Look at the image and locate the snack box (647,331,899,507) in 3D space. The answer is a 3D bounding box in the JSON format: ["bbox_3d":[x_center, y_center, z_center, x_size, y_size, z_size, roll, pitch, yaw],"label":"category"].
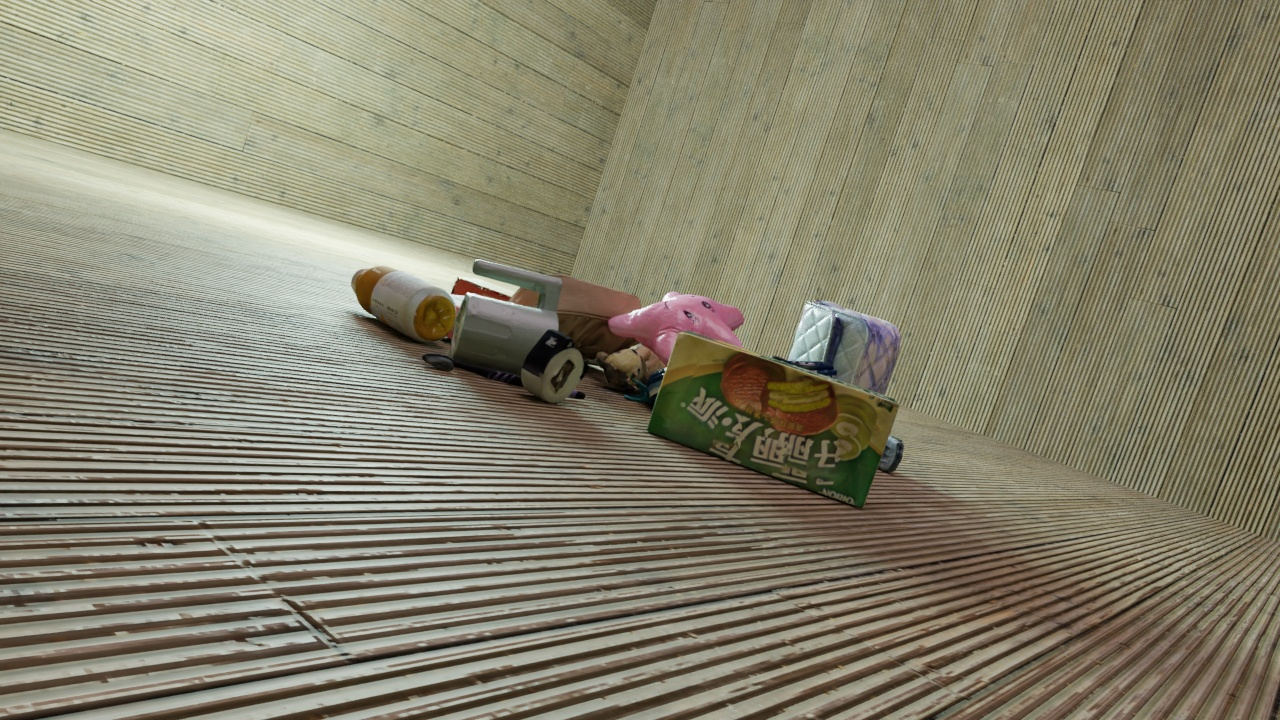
[{"bbox_3d":[0.137,0.057,0.961,0.240,0.114,0.063,19,7,11],"label":"snack box"}]

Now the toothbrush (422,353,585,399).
[{"bbox_3d":[-0.140,0.019,0.972,0.188,0.014,0.017,15,14,-28],"label":"toothbrush"}]

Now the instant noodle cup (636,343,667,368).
[{"bbox_3d":[0.062,0.000,1.373,0.124,0.116,0.116,7,-2,36],"label":"instant noodle cup"}]

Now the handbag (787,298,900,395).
[{"bbox_3d":[0.224,0.030,1.100,0.075,0.194,0.134,12,8,-29],"label":"handbag"}]

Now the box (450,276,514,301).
[{"bbox_3d":[-0.207,-0.083,1.433,0.168,0.079,0.091,20,7,13],"label":"box"}]

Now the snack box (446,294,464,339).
[{"bbox_3d":[-0.203,-0.045,1.181,0.113,0.044,0.127,25,9,17],"label":"snack box"}]

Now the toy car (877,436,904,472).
[{"bbox_3d":[0.326,0.121,1.288,0.031,0.049,0.106,17,4,-29],"label":"toy car"}]

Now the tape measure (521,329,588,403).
[{"bbox_3d":[-0.090,0.010,0.950,0.033,0.066,0.066,26,-18,33],"label":"tape measure"}]

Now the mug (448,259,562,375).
[{"bbox_3d":[-0.149,-0.044,1.022,0.103,0.123,0.084,13,-11,-18],"label":"mug"}]

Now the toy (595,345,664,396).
[{"bbox_3d":[-0.007,0.007,1.246,0.105,0.066,0.157,36,17,10],"label":"toy"}]

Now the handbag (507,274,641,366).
[{"bbox_3d":[-0.094,-0.048,1.294,0.204,0.099,0.148,11,-28,-41],"label":"handbag"}]

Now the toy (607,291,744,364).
[{"bbox_3d":[0.073,-0.043,1.243,0.179,0.075,0.194,28,34,32],"label":"toy"}]

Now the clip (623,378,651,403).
[{"bbox_3d":[0.004,0.044,1.165,0.055,0.038,0.013,26,1,-38],"label":"clip"}]

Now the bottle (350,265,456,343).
[{"bbox_3d":[-0.295,-0.074,1.114,0.068,0.068,0.190,12,8,-45],"label":"bottle"}]

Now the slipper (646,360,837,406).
[{"bbox_3d":[0.121,0.045,1.086,0.253,0.095,0.105,-6,-7,44],"label":"slipper"}]

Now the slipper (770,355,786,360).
[{"bbox_3d":[0.222,0.042,1.323,0.110,0.083,0.269,24,-12,-20],"label":"slipper"}]
